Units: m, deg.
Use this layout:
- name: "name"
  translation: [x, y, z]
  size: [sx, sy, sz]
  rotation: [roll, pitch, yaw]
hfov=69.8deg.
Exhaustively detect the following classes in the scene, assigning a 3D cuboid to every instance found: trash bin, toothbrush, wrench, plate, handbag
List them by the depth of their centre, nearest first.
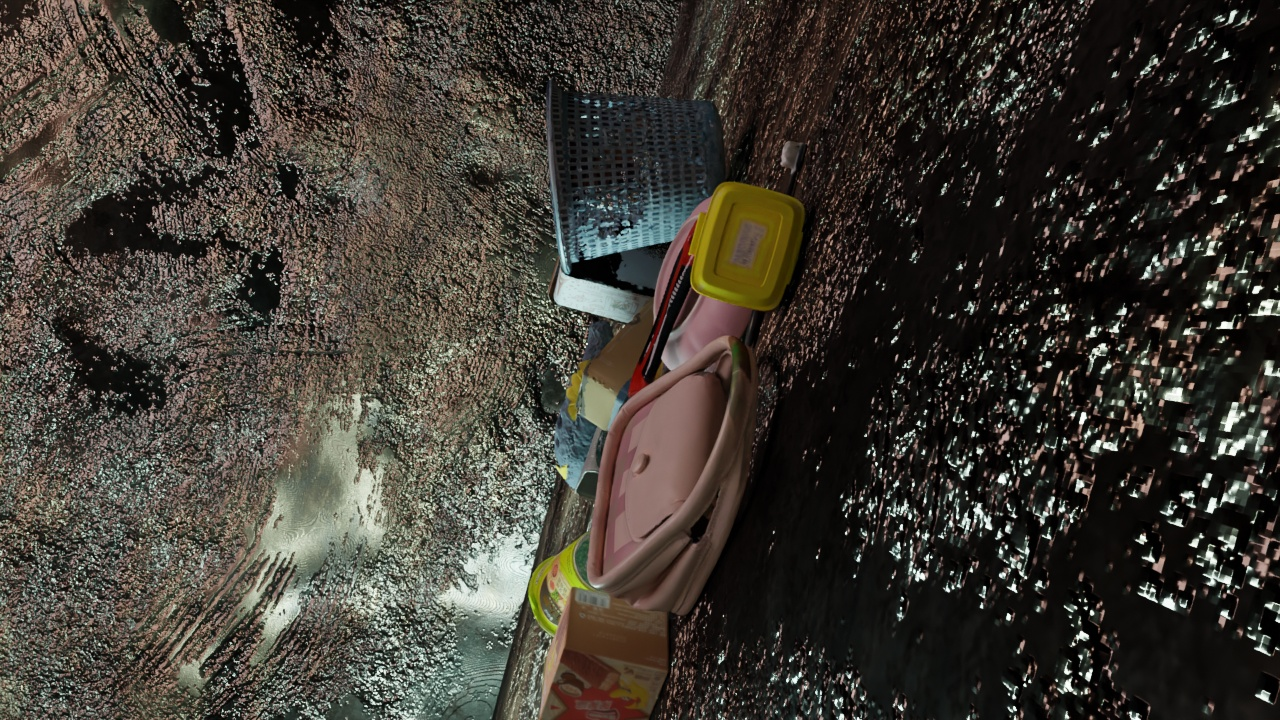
- name: "handbag"
  translation: [0.040, 0.078, 0.746]
  size: [0.235, 0.093, 0.192]
  rotation: [122, 162, -47]
- name: "toothbrush"
  translation: [0.111, -0.099, 0.777]
  size: [0.016, 0.018, 0.181]
  rotation: [-171, 94, -81]
- name: "wrench"
  translation: [0.010, -0.006, 0.869]
  size: [0.056, 0.016, 0.274]
  rotation: [-115, 43, -56]
- name: "plate"
  translation: [0.056, -0.077, 0.878]
  size: [0.193, 0.039, 0.192]
  rotation: [-49, 32, 47]
- name: "trash bin"
  translation: [-0.003, -0.221, 1.082]
  size: [0.226, 0.195, 0.226]
  rotation: [20, -113, -90]

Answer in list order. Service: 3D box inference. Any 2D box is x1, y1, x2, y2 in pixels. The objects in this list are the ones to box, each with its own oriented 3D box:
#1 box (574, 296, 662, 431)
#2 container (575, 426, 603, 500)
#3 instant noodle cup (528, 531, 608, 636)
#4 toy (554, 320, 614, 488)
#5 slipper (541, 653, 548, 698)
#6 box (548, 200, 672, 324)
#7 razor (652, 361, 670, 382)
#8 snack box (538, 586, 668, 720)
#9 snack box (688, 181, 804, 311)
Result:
- name: "box"
  translation: [-0.006, 0.006, 1.029]
  size: [0.183, 0.061, 0.090]
  rotation: [-51, -15, -37]
- name: "container"
  translation: [-0.015, 0.103, 1.072]
  size: [0.090, 0.090, 0.114]
  rotation: [118, 169, -61]
- name: "instant noodle cup"
  translation: [-0.062, 0.257, 1.078]
  size: [0.124, 0.111, 0.111]
  rotation: [124, 161, -49]
- name: "toy"
  translation: [-0.062, 0.104, 1.257]
  size: [0.357, 0.091, 0.137]
  rotation: [86, -154, -50]
- name: "slipper"
  translation: [-0.049, 0.358, 0.886]
  size: [0.081, 0.092, 0.190]
  rotation: [53, -154, -45]
- name: "box"
  translation: [-0.032, -0.113, 1.280]
  size: [0.178, 0.182, 0.152]
  rotation: [115, 168, -58]
- name: "razor"
  translation: [0.044, 0.002, 0.967]
  size: [0.067, 0.062, 0.168]
  rotation: [-8, -57, -62]
- name: "snack box"
  translation: [-0.032, 0.269, 0.813]
  size: [0.077, 0.092, 0.094]
  rotation: [-88, 15, -63]
- name: "snack box"
  translation: [0.082, -0.087, 0.728]
  size: [0.080, 0.082, 0.091]
  rotation: [-5, -69, -86]
